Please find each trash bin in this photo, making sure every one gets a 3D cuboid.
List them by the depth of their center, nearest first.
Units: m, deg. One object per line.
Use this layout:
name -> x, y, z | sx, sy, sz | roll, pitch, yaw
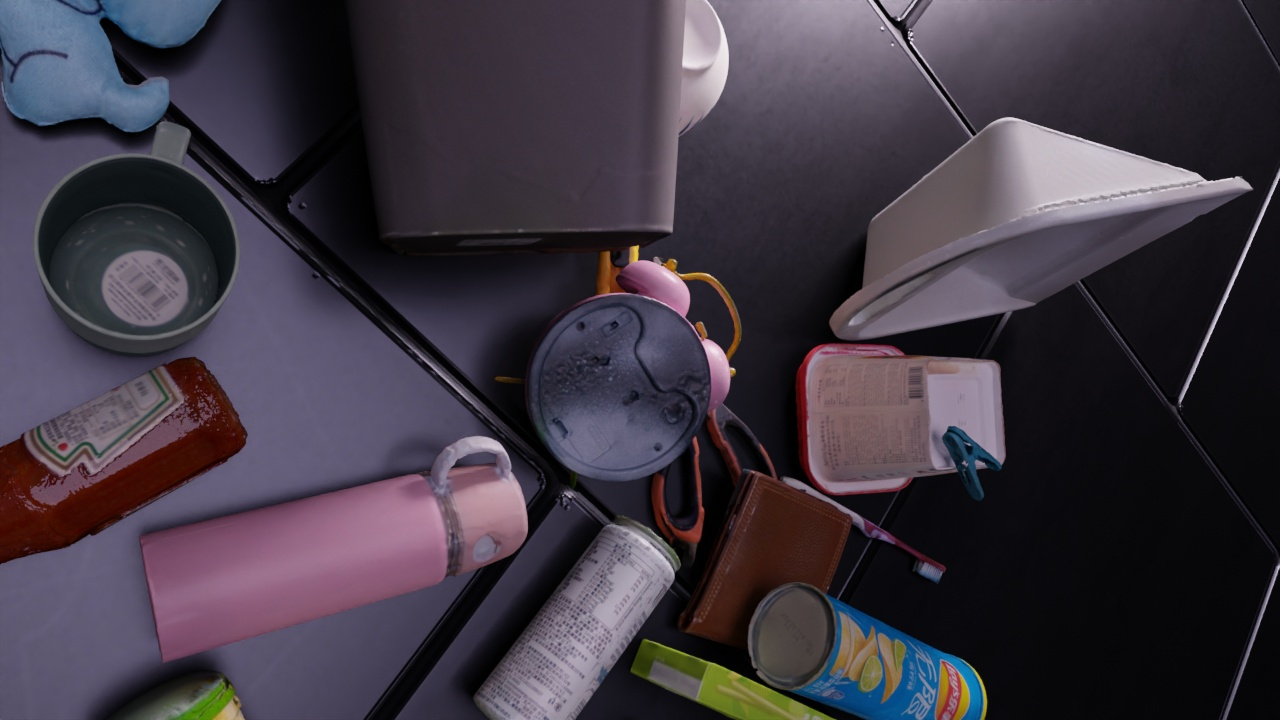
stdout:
trash bin -> -0.070, -0.173, 0.509 | 0.198, 0.199, 0.220 | -2, 94, -8

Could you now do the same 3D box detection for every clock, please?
clock -> -0.004, 0.003, 0.590 | 0.158, 0.060, 0.117 | -34, 106, -8

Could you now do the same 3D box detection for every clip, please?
clip -> 0.220, 0.066, 0.615 | 0.034, 0.013, 0.055 | -46, 111, -25

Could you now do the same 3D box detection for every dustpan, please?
dustpan -> 0.275, -0.064, 0.692 | 0.257, 0.223, 0.142 | 18, 64, -16

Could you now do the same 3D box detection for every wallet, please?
wallet -> 0.090, 0.148, 0.656 | 0.101, 0.032, 0.124 | 26, 85, -28

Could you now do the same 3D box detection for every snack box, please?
snack box -> 0.078, 0.234, 0.620 | 0.156, 0.086, 0.026 | 32, 70, -23

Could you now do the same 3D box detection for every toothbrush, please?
toothbrush -> 0.178, 0.136, 0.728 | 0.187, 0.016, 0.017 | 31, 81, -24

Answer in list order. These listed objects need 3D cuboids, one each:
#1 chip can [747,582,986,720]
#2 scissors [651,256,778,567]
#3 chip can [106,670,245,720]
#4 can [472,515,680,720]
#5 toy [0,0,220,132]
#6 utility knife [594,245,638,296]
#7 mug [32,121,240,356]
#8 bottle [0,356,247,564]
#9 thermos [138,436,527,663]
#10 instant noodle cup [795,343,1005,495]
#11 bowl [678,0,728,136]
chip can -> 0.167, 0.221, 0.654 | 0.210, 0.071, 0.071 | 33, 69, -37
scissors -> 0.033, 0.041, 0.654 | 0.197, 0.015, 0.213 | 28, 73, -24
chip can -> -0.200, 0.266, 0.466 | 0.072, 0.073, 0.221 | -28, 99, -29
can -> -0.038, 0.171, 0.576 | 0.058, 0.058, 0.146 | 47, 65, -17
toy -> -0.276, -0.206, 0.483 | 0.156, 0.050, 0.161 | -30, 101, -24
utility knife -> -0.016, -0.082, 0.614 | 0.033, 0.015, 0.218 | 2, 95, -18
mug -> -0.244, -0.059, 0.453 | 0.082, 0.106, 0.111 | 14, 79, -27
bottle -> -0.296, 0.070, 0.440 | 0.205, 0.060, 0.060 | -33, 101, -26
thermos -> -0.161, 0.095, 0.502 | 0.198, 0.067, 0.087 | -11, 126, -28
instant noodle cup -> 0.193, 0.042, 0.682 | 0.116, 0.124, 0.116 | 1, 85, -30
bowl -> 0.015, -0.217, 0.640 | 0.116, 0.066, 0.116 | 4, 83, -29
